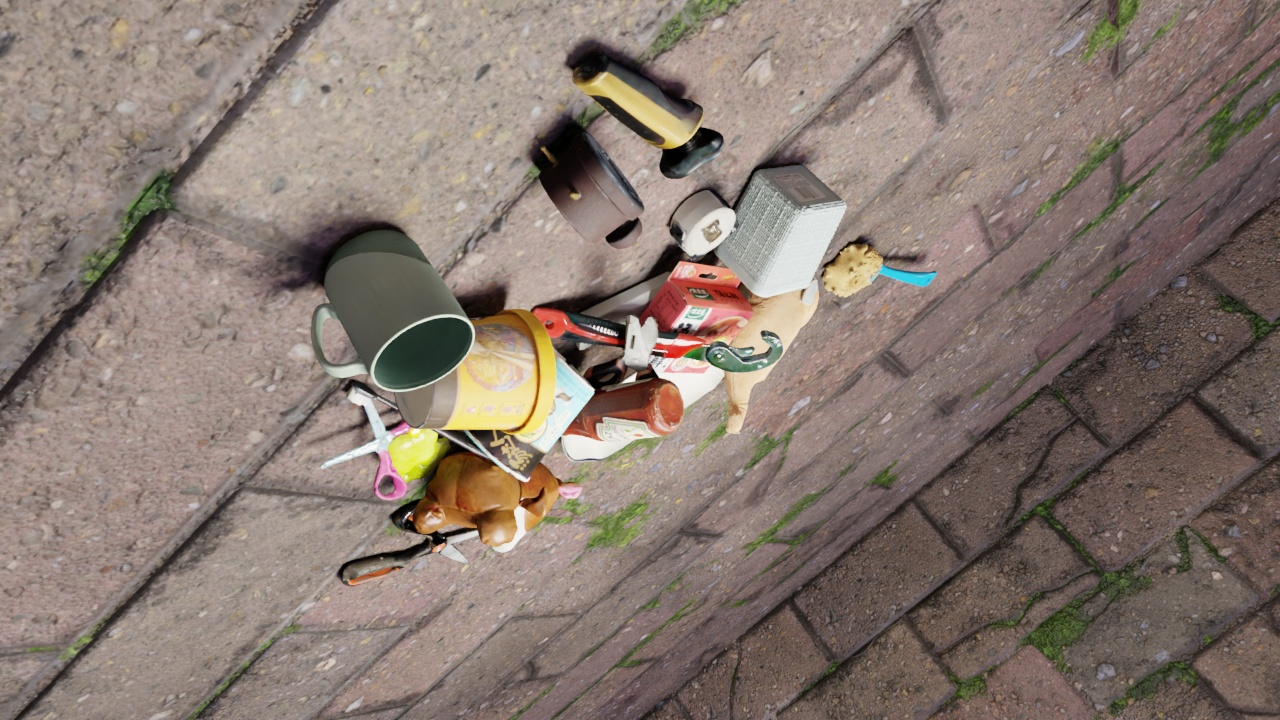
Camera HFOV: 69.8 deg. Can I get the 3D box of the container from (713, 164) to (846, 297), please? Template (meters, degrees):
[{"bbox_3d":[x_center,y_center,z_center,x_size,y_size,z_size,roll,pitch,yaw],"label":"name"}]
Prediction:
[{"bbox_3d":[0.151,-0.143,0.984,0.090,0.090,0.112,-15,143,-37],"label":"container"}]

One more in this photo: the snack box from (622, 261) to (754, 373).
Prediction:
[{"bbox_3d":[0.058,-0.043,1.009,0.113,0.044,0.127,2,135,-44],"label":"snack box"}]

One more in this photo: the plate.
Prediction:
[{"bbox_3d":[0.010,0.034,1.151,0.265,0.034,0.162,-32,152,-11],"label":"plate"}]

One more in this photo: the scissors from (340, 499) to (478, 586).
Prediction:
[{"bbox_3d":[-0.267,0.230,1.148,0.220,0.021,0.228,-21,149,-28],"label":"scissors"}]

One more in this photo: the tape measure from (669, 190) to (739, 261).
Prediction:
[{"bbox_3d":[0.064,-0.140,0.940,0.066,0.033,0.066,-40,154,3],"label":"tape measure"}]

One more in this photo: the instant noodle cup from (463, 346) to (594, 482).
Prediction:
[{"bbox_3d":[-0.116,0.046,0.956,0.120,0.111,0.111,-46,153,0],"label":"instant noodle cup"}]

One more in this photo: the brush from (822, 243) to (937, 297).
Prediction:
[{"bbox_3d":[0.345,-0.121,1.284,0.254,0.046,0.083,1,132,-43],"label":"brush"}]

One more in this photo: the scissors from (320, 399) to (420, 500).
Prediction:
[{"bbox_3d":[-0.247,0.081,0.895,0.133,0.017,0.135,-23,127,-28],"label":"scissors"}]

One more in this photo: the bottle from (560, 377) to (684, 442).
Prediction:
[{"bbox_3d":[-0.050,0.061,1.000,0.207,0.059,0.059,-11,171,36],"label":"bottle"}]

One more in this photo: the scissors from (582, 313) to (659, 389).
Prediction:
[{"bbox_3d":[-0.019,0.003,0.957,0.199,0.015,0.204,-8,149,35],"label":"scissors"}]

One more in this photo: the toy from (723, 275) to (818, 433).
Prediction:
[{"bbox_3d":[0.140,-0.025,1.098,0.225,0.083,0.143,-57,140,-19],"label":"toy"}]

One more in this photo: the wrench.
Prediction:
[{"bbox_3d":[0.018,-0.021,0.954,0.273,0.016,0.056,7,129,-14],"label":"wrench"}]

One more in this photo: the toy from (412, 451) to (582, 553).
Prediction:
[{"bbox_3d":[-0.158,0.160,1.040,0.199,0.140,0.130,-10,108,-73],"label":"toy"}]

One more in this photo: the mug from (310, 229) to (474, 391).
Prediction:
[{"bbox_3d":[-0.201,-0.035,0.706,0.111,0.106,0.082,-30,154,-15],"label":"mug"}]

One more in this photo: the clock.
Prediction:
[{"bbox_3d":[-0.036,-0.137,0.771,0.055,0.082,0.122,-37,153,10],"label":"clock"}]

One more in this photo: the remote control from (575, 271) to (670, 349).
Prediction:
[{"bbox_3d":[-0.015,-0.054,0.994,0.124,0.024,0.049,-27,152,-18],"label":"remote control"}]

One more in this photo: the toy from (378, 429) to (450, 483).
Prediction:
[{"bbox_3d":[-0.238,0.097,0.960,0.097,0.031,0.100,-48,156,14],"label":"toy"}]

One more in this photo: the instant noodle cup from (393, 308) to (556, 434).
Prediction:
[{"bbox_3d":[-0.156,0.013,0.838,0.114,0.118,0.119,-3,139,-37],"label":"instant noodle cup"}]

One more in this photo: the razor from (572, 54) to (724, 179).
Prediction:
[{"bbox_3d":[0.005,-0.200,0.753,0.167,0.062,0.067,18,91,-53],"label":"razor"}]

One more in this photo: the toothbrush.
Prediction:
[{"bbox_3d":[-0.209,0.064,0.894,0.018,0.015,0.181,-50,131,8],"label":"toothbrush"}]
